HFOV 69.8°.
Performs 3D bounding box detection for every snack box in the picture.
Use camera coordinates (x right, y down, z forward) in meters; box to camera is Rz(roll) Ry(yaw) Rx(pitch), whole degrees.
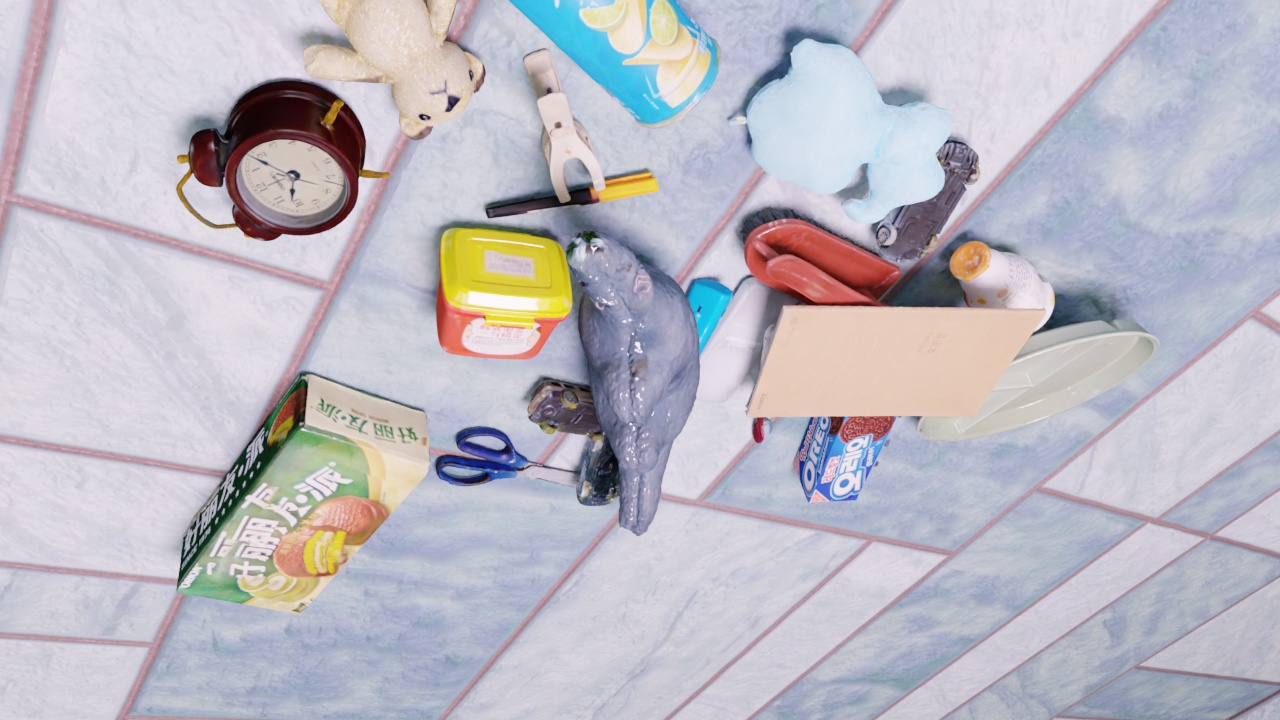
[{"bbox_3d":[-0.103,-0.043,0.662,0.091,0.082,0.080,4,143,-21],"label":"snack box"},{"bbox_3d":[-0.287,0.121,0.777,0.114,0.063,0.241,24,123,-35],"label":"snack box"},{"bbox_3d":[0.205,0.055,0.882,0.058,0.057,0.208,-2,135,-13],"label":"snack box"}]

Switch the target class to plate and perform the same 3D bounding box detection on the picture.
[{"bbox_3d":[0.374,0.021,0.883,0.230,0.027,0.230,-13,157,-6],"label":"plate"}]

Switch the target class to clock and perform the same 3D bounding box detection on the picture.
[{"bbox_3d":[-0.222,-0.117,0.560,0.122,0.055,0.082,-21,138,5],"label":"clock"}]

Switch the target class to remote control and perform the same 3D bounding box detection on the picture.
[{"bbox_3d":[0.082,-0.015,0.794,0.055,0.020,0.136,10,130,-27],"label":"remote control"}]

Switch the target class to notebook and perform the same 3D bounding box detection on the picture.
[{"bbox_3d":[0.204,0.003,0.762,0.211,0.012,0.150,0,144,-6],"label":"notebook"}]

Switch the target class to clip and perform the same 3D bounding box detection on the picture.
[{"bbox_3d":[-0.052,-0.148,0.599,0.034,0.070,0.100,-19,144,2],"label":"clip"}]

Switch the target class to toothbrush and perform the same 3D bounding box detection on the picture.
[{"bbox_3d":[0.117,0.024,0.832,0.017,0.016,0.188,-31,149,-18],"label":"toothbrush"}]

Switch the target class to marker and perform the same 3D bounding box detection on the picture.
[{"bbox_3d":[-0.048,-0.116,0.650,0.124,0.018,0.015,-12,98,-6],"label":"marker"}]

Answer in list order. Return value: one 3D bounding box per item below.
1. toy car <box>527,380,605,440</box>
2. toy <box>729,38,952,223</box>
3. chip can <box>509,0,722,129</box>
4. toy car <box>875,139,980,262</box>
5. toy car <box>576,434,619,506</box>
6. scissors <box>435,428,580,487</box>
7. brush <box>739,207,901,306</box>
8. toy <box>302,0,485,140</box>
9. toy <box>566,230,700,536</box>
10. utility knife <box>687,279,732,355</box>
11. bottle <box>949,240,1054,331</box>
[{"bbox_3d":[-0.053,0.042,0.797,0.090,0.035,0.042,15,130,-38],"label":"toy car"},{"bbox_3d":[0.142,-0.156,0.645,0.156,0.049,0.162,-8,138,1],"label":"toy"},{"bbox_3d":[-0.043,-0.217,0.506,0.071,0.071,0.210,-38,134,20],"label":"chip can"},{"bbox_3d":[0.222,-0.125,0.720,0.049,0.031,0.106,8,127,-21],"label":"toy car"},{"bbox_3d":[-0.035,0.096,0.860,0.043,0.034,0.091,4,119,-22],"label":"toy car"},{"bbox_3d":[-0.114,0.109,0.863,0.126,0.012,0.173,-29,138,8],"label":"scissors"},{"bbox_3d":[0.140,-0.070,0.721,0.145,0.069,0.063,20,124,-34],"label":"brush"},{"bbox_3d":[-0.143,-0.190,0.503,0.105,0.066,0.157,-41,143,-1],"label":"toy"},{"bbox_3d":[-0.004,0.004,0.698,0.091,0.137,0.357,10,146,13],"label":"toy"},{"bbox_3d":[0.035,-0.005,0.782,0.018,0.034,0.161,-39,160,-46],"label":"utility knife"},{"bbox_3d":[0.308,-0.064,0.789,0.108,0.063,0.063,27,121,-38],"label":"bottle"}]
